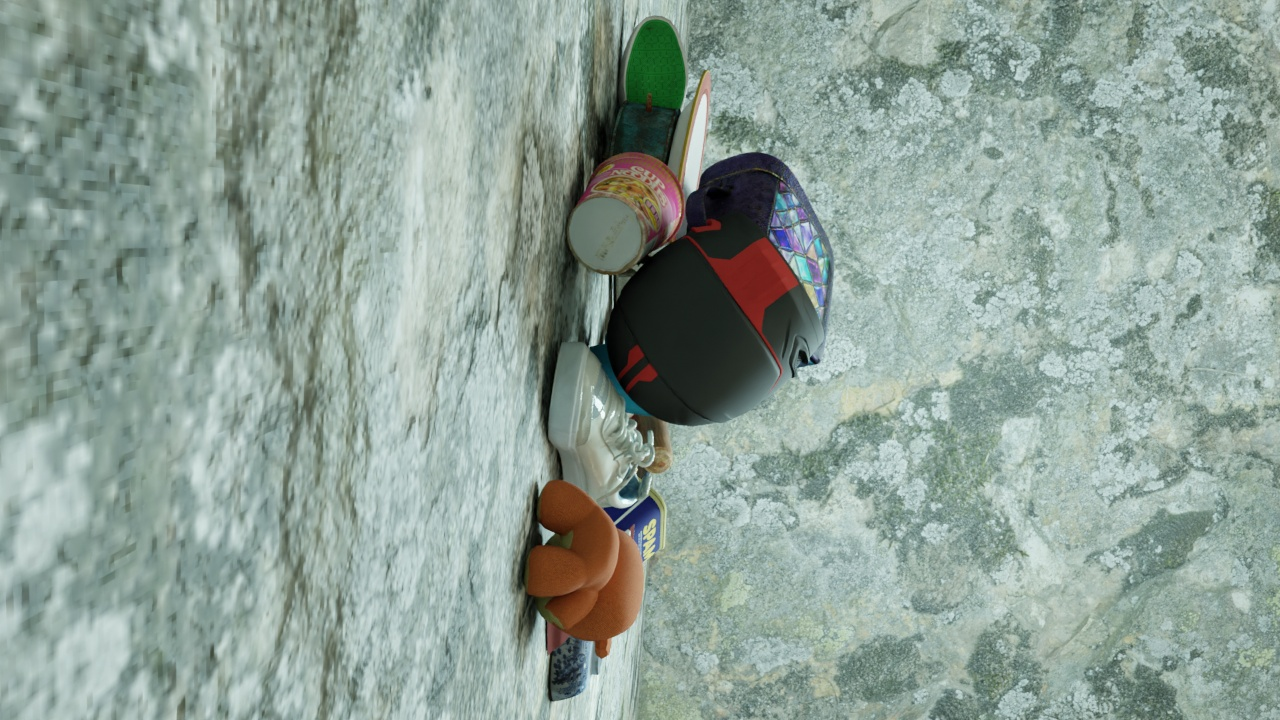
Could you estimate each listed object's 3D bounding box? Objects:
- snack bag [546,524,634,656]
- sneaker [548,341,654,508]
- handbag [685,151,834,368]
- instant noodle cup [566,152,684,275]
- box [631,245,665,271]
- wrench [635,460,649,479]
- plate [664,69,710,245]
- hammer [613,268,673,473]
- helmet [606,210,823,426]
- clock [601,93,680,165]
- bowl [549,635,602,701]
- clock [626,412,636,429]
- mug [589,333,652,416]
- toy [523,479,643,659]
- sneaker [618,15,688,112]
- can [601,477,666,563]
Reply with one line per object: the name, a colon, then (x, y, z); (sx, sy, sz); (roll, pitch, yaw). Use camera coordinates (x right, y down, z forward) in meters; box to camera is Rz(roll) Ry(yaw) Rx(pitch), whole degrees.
snack bag: (-0.048, 0.226, 0.918); (0.157, 0.013, 0.057); (-37, 138, -50)
sneaker: (-0.029, 0.064, 0.830); (0.243, 0.091, 0.089); (88, 9, -56)
handbag: (0.119, -0.109, 1.035); (0.222, 0.126, 0.204); (46, 46, -38)
instant noodle cup: (-0.018, -0.127, 0.819); (0.108, 0.098, 0.098); (-61, 156, -63)
box: (0.078, -0.158, 1.182); (0.107, 0.193, 0.143); (-53, -161, 30)
wrench: (-0.007, 0.182, 1.198); (0.073, 0.022, 0.273); (-147, -112, -69)
plate: (0.047, -0.204, 1.016); (0.229, 0.021, 0.230); (12, 88, -84)
hammer: (0.000, 0.022, 1.112); (0.300, 0.037, 0.158); (-101, -170, -50)
helmet: (0.053, -0.023, 0.834); (0.164, 0.170, 0.264); (55, 2, 6)
clock: (-0.004, -0.202, 1.001); (0.121, 0.073, 0.157); (-35, 134, -81)
bowl: (-0.062, 0.296, 0.951); (0.114, 0.045, 0.114); (7, 87, -86)
clock: (-0.028, 0.086, 1.217); (0.124, 0.044, 0.087); (65, 30, -82)
mug: (-0.006, 0.006, 0.999); (0.085, 0.104, 0.112); (87, 7, -58)
toy: (-0.042, 0.181, 0.771); (0.176, 0.096, 0.112); (52, 33, -40)
sneaker: (0.006, -0.291, 1.113); (0.079, 0.084, 0.235); (-151, -119, -67)
can: (-0.024, 0.198, 1.024); (0.092, 0.056, 0.116); (-38, 149, -28)
